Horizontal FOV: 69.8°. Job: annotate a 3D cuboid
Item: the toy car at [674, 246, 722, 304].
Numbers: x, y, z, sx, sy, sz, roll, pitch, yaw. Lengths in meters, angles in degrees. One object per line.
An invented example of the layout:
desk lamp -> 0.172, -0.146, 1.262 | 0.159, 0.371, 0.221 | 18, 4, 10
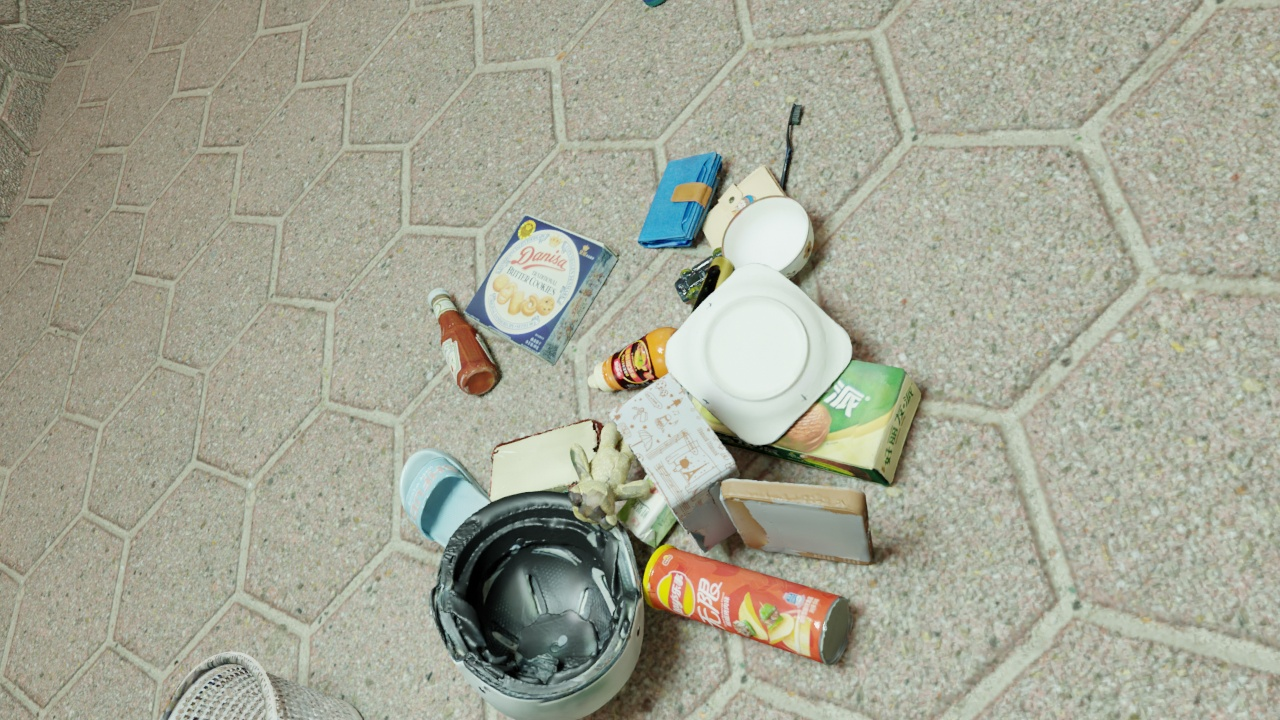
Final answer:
toy car -> 0.088, -0.108, 1.172 | 0.090, 0.035, 0.042 | -34, 54, 15

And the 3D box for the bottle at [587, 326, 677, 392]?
bottle -> -0.007, 0.007, 1.166 | 0.150, 0.066, 0.066 | -21, 57, 33

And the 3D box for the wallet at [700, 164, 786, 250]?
wallet -> 0.130, -0.197, 1.192 | 0.115, 0.024, 0.087 | -41, 42, 21

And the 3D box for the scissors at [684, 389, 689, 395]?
scissors -> 0.056, 0.036, 1.090 | 0.136, 0.014, 0.174 | -61, 2, 39

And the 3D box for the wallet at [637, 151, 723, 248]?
wallet -> 0.054, -0.216, 1.243 | 0.107, 0.040, 0.133 | 4, 69, 50

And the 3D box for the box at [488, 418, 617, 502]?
box -> -0.112, 0.136, 1.157 | 0.169, 0.079, 0.091 | -17, 58, 27

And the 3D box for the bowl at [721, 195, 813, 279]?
bowl -> 0.163, -0.138, 1.119 | 0.114, 0.062, 0.113 | -15, 61, 28

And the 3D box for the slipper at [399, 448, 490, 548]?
slipper -> -0.255, 0.200, 1.227 | 0.245, 0.074, 0.104 | 30, 87, 39

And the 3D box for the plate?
plate -> 0.123, -0.011, 0.975 | 0.163, 0.034, 0.164 | 43, 91, 14

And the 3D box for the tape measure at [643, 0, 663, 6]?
tape measure -> 0.026, -0.592, 1.464 | 0.054, 0.025, 0.058 | -42, 47, 12

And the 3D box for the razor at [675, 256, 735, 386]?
razor -> 0.075, -0.049, 1.059 | 0.062, 0.067, 0.167 | -11, 51, 44

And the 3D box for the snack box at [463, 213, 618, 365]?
snack box -> -0.146, -0.107, 1.325 | 0.178, 0.045, 0.182 | 27, 84, 39

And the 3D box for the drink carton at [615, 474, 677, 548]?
drink carton -> 0.031, 0.153, 1.072 | 0.122, 0.045, 0.053 | -53, 40, -2

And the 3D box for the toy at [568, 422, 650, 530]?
toy -> -0.040, 0.128, 1.056 | 0.066, 0.105, 0.156 | -48, 10, 33

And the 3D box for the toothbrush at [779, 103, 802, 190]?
toothbrush -> 0.190, -0.254, 1.191 | 0.016, 0.014, 0.189 | 8, 71, 10

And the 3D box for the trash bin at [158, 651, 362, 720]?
trash bin -> -0.459, 0.492, 1.140 | 0.228, 0.192, 0.227 | -15, 60, 27

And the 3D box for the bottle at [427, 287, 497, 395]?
bottle -> -0.271, -0.035, 1.364 | 0.060, 0.059, 0.206 | -42, 51, 10

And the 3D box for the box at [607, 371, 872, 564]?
box -> 0.096, 0.133, 0.917 | 0.274, 0.179, 0.126 | 27, 73, 26

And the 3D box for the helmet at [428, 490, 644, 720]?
helmet -> -0.103, 0.288, 1.018 | 0.229, 0.157, 0.274 | -20, 35, -14

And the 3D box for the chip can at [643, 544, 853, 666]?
chip can -> 0.107, 0.252, 0.955 | 0.217, 0.073, 0.073 | 9, 73, 36

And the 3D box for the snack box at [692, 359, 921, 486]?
snack box -> 0.174, 0.052, 1.014 | 0.240, 0.063, 0.114 | 12, 72, 38
